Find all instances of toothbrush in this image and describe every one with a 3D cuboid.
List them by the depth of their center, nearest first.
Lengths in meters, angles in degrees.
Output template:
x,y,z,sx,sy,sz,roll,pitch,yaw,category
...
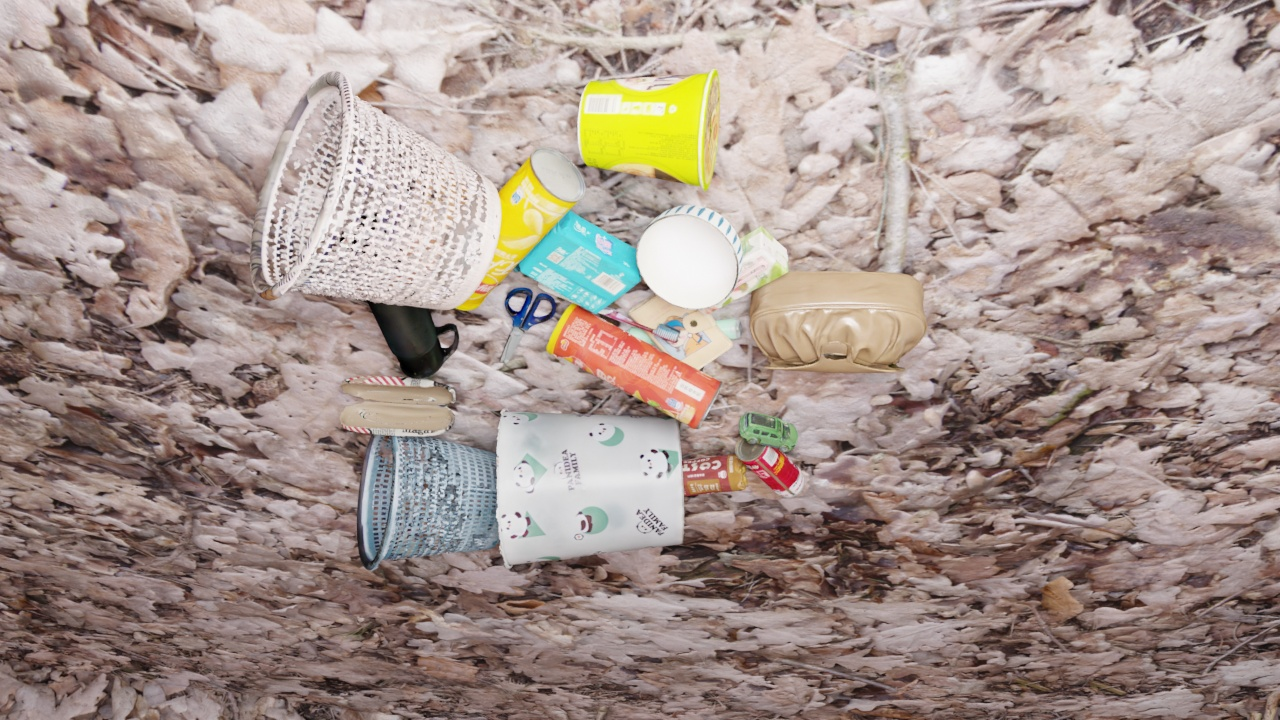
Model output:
x,y,z,sx,sy,sz,roll,pitch,yaw,category
-0.039,-0.063,1.127,0.187,0.016,0.017,22,117,-1,toothbrush
0.018,-0.032,1.182,0.225,0.026,0.027,-4,151,11,toothbrush

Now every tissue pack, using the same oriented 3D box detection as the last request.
x,y,z,sx,sy,sz,roll,pitch,yaw,category
-0.070,-0.115,1.061,0.133,0.050,0.093,28,138,-28,tissue pack

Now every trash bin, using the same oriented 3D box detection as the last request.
x,y,z,sx,sy,sz,roll,pitch,yaw,category
-0.257,-0.146,0.925,0.192,0.227,0.228,17,143,-37,trash bin
-0.069,0.179,1.322,0.252,0.229,0.230,-2,143,-1,trash bin
-0.311,0.208,1.405,0.194,0.226,0.227,8,145,-28,trash bin

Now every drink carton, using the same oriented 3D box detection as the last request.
x,y,z,sx,sy,sz,roll,pitch,yaw,category
0.107,-0.101,1.066,0.123,0.045,0.053,-26,133,33,drink carton

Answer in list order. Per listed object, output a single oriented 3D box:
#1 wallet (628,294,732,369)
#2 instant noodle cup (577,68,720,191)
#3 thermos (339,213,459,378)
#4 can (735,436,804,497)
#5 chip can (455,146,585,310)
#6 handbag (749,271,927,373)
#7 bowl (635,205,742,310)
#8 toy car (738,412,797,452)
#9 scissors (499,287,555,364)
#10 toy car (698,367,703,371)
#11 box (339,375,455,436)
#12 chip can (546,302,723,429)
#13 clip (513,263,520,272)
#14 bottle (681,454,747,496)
x,y,z,sx,sy,sz,roll,pitch,yaw,category
0.053,-0.040,1.143,0.087,0.024,0.115,-31,110,30,wallet
0.008,-0.222,0.875,0.123,0.111,0.112,6,144,11,instant noodle cup
-0.288,-0.075,1.132,0.090,0.068,0.243,-21,146,-10,thermos
0.199,0.159,1.398,0.053,0.053,0.132,-20,137,29,can
-0.149,-0.139,1.007,0.072,0.072,0.214,28,133,-29,chip can
0.233,-0.037,1.095,0.205,0.099,0.148,1,147,10,handbag
0.060,-0.121,1.013,0.116,0.066,0.117,12,127,16,bowl
0.188,0.102,1.331,0.091,0.043,0.036,16,141,-17,toy car
-0.170,-0.043,1.199,0.108,0.012,0.175,31,136,-34,scissors
0.067,0.025,1.235,0.031,0.049,0.106,5,143,-1,toy car
-0.346,0.072,1.307,0.162,0.088,0.076,2,158,-3,box
-0.007,0.007,1.141,0.216,0.073,0.073,27,142,4,chip can
-0.155,-0.125,1.087,0.039,0.013,0.056,-14,138,23,clip
0.077,0.183,1.438,0.175,0.057,0.057,-8,142,16,bottle
